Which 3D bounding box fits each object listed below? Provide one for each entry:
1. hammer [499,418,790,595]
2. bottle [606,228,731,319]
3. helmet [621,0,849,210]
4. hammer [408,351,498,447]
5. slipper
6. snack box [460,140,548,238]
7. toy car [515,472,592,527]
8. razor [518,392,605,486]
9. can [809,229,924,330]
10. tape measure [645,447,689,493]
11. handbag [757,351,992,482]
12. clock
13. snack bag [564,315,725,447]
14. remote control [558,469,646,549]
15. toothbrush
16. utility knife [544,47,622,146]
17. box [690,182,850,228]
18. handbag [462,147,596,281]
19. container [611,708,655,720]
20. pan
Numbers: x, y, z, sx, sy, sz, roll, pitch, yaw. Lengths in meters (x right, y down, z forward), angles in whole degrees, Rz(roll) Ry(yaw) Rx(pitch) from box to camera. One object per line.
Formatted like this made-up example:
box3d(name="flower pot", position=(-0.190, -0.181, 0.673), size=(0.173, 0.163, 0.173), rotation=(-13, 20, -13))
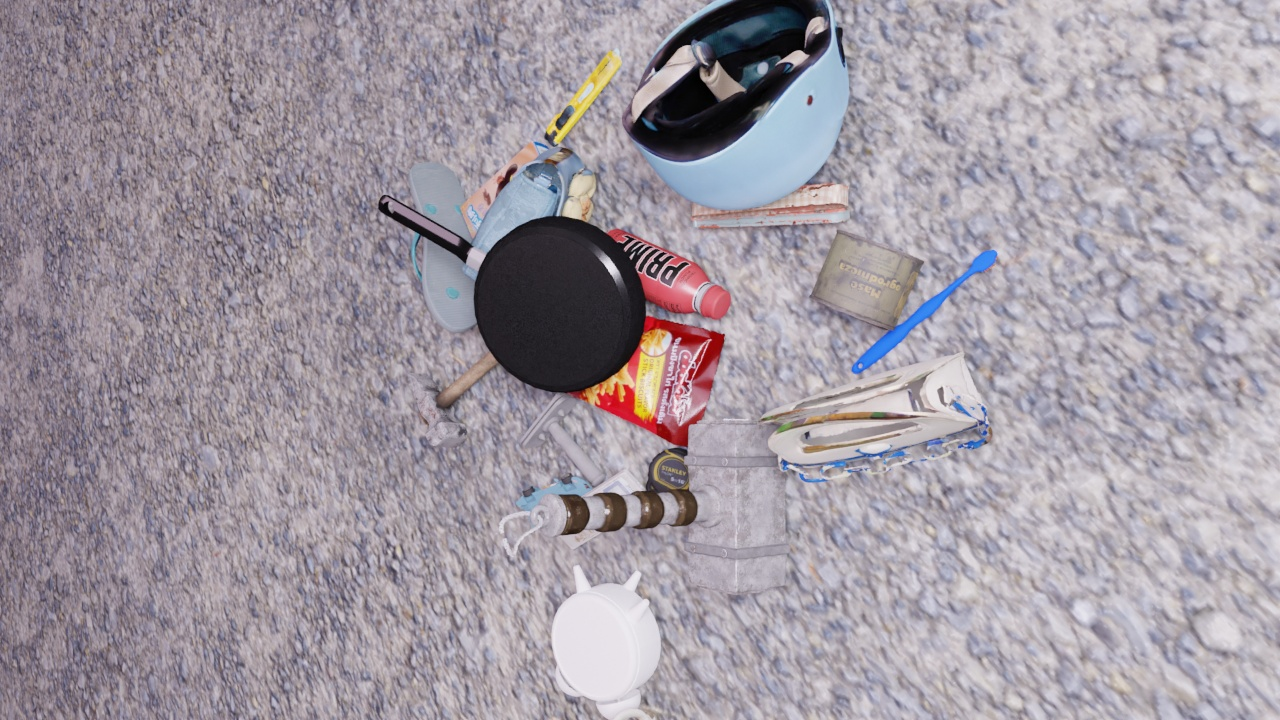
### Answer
box3d(name="hammer", position=(0.011, 0.144, 0.892), size=(0.080, 0.325, 0.177), rotation=(-5, 83, 52))
box3d(name="bottle", position=(0.026, -0.095, 1.056), size=(0.177, 0.062, 0.062), rotation=(29, 102, 33))
box3d(name="helmet", position=(0.106, -0.264, 0.941), size=(0.226, 0.167, 0.265), rotation=(-4, 55, 30))
box3d(name="hammer", position=(-0.188, -0.010, 1.211), size=(0.320, 0.048, 0.121), rotation=(-38, 64, 25))
box3d(name="slipper", position=(-0.263, -0.150, 1.255), size=(0.055, 0.098, 0.268), rotation=(-44, 53, 51))
box3d(name="snack box", position=(-0.167, -0.209, 1.214), size=(0.152, 0.034, 0.087), rotation=(-35, 68, 28))
box3d(name="toy car", position=(-0.099, 0.169, 1.135), size=(0.108, 0.027, 0.060), rotation=(-23, 109, 27))
box3d(name="razor", position=(-0.086, 0.108, 1.134), size=(0.116, 0.047, 0.088), rotation=(47, 112, 19))
box3d(name="can", position=(0.221, -0.078, 0.902), size=(0.090, 0.089, 0.075), rotation=(27, 101, 33))
box3d(name="tape measure", position=(0.041, 0.130, 1.045), size=(0.062, 0.034, 0.061), rotation=(17, 100, 22))
box3d(name="handbag", position=(0.209, 0.058, 0.837), size=(0.201, 0.199, 0.093), rotation=(-20, 79, 34))
box3d(name="clock", position=(-0.036, 0.328, 1.071), size=(0.125, 0.072, 0.161), rotation=(18, 104, 34))
box3d(name="snack bag", position=(-0.006, 0.006, 1.089), size=(0.208, 0.066, 0.139), rotation=(20, 92, 25))
box3d(name="remote control", position=(-0.051, 0.180, 1.102), size=(0.136, 0.011, 0.050), rotation=(-35, 105, 28))
box3d(name="toothbrush", position=(0.279, -0.045, 0.908), size=(0.183, 0.018, 0.016), rotation=(-45, 64, 27))
box3d(name="utility knife", position=(-0.074, -0.336, 1.173), size=(0.151, 0.017, 0.030), rotation=(-45, 73, 20))
box3d(name="box", position=(0.136, -0.170, 0.994), size=(0.187, 0.056, 0.059), rotation=(2, 46, 34))
box3d(name="handbag", position=(-0.126, -0.162, 1.110), size=(0.118, 0.121, 0.192), rotation=(35, 111, -6))
box3d(name="container", position=(-0.055, 0.509, 1.002), size=(0.247, 0.184, 0.143), rotation=(-47, 72, 23))
box3d(name="pan", position=(-0.161, -0.097, 1.054), size=(0.356, 0.044, 0.204), rotation=(30, 113, 7))
